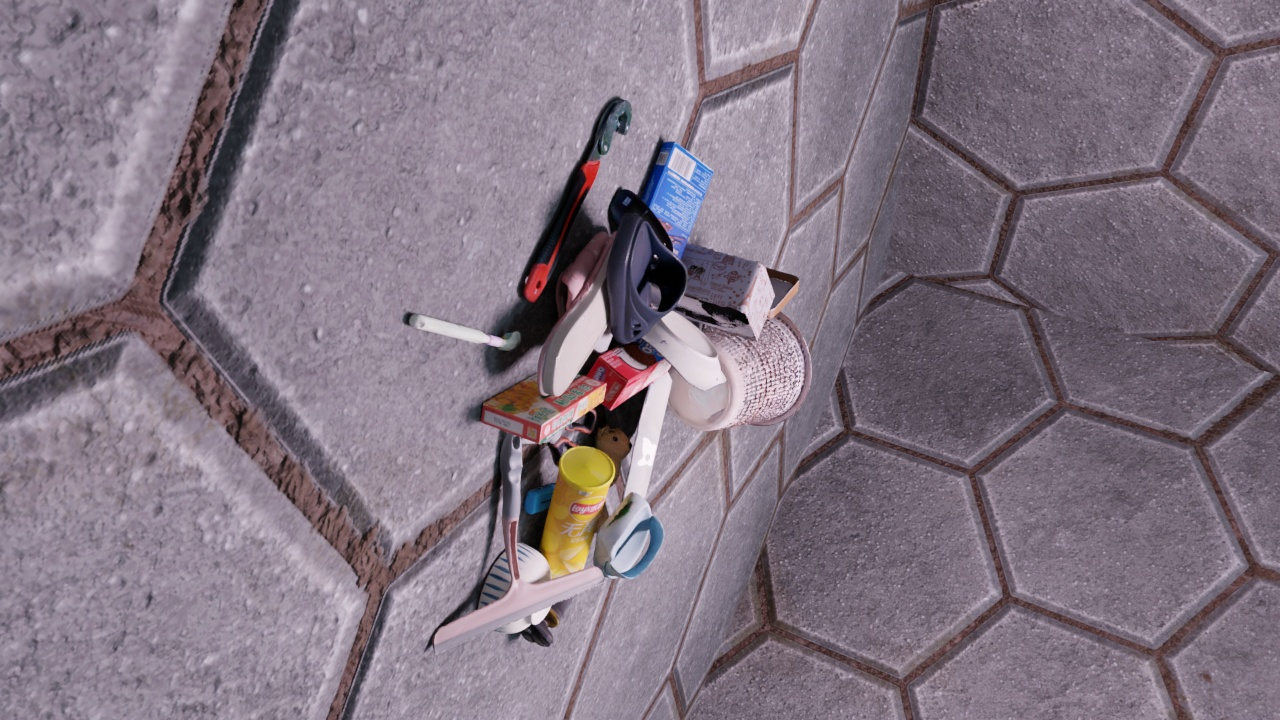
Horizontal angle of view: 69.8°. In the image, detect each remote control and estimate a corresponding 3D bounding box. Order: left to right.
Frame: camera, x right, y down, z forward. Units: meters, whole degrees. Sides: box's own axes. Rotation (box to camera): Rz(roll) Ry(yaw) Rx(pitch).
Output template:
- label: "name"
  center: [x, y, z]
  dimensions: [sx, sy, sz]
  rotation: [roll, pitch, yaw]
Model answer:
- label: "remote control"
  center: [-0.039, -0.077, 1.215]
  dimensions: [0.135, 0.019, 0.056]
  rotation: [-70, 160, -4]
- label: "remote control"
  center: [0.008, -0.165, 1.183]
  dimensions: [0.053, 0.024, 0.136]
  rotation: [-58, 134, -17]

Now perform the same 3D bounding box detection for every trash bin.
- label: "trash bin"
  center: [0.148, 0.026, 1.562]
  dimensions: [0.191, 0.228, 0.228]
  rotation: [-19, 127, -50]

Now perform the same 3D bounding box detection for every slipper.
- label: "slipper"
  center: [-0.074, -0.062, 1.079]
  dimensions: [0.273, 0.054, 0.114]
  rotation: [-65, 166, -45]
- label: "slipper"
  center: [-0.010, 0.251, 1.275]
  dimensions: [0.103, 0.074, 0.246]
  rotation: [-48, 165, -20]
- label: "slipper"
  center: [0.011, -0.088, 1.125]
  dimensions: [0.268, 0.083, 0.110]
  rotation: [80, 26, -72]

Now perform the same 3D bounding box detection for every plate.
- label: "plate"
  center: [0.013, 0.111, 1.385]
  dimensions: [0.265, 0.034, 0.162]
  rotation: [-73, 176, -57]
- label: "plate"
  center: [0.058, -0.028, 1.310]
  dimensions: [0.034, 0.164, 0.163]
  rotation: [-51, 167, 18]

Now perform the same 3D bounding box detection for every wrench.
- label: "wrench"
  center: [-0.070, -0.187, 1.038]
  dimensions: [0.273, 0.016, 0.056]
  rotation: [-65, 159, -17]

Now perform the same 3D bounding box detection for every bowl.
- label: "bowl"
  center: [-0.152, 0.302, 1.190]
  dimensions: [0.116, 0.066, 0.117]
  rotation: [-52, 153, -42]

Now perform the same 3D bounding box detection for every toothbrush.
- label: "toothbrush"
  center: [-0.172, -0.028, 0.908]
  dimensions: [0.029, 0.020, 0.189]
  rotation: [-41, 163, 12]

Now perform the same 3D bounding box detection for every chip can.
- label: "chip can"
  center: [-0.090, 0.209, 1.212]
  dimensions: [0.071, 0.072, 0.214]
  rotation: [-49, 161, -47]

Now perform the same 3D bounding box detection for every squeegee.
- label: "squeegee"
  center: [-0.153, 0.195, 1.109]
  dimensions: [0.247, 0.040, 0.250]
  rotation: [-13, 112, -36]

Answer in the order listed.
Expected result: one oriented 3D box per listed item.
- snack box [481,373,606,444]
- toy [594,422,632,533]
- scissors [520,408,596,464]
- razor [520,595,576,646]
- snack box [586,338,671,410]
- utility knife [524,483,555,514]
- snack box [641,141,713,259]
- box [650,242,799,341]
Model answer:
- label: "snack box"
  center: [-0.108, 0.048, 1.058]
  dimensions: [0.155, 0.077, 0.027]
  rotation: [-33, 138, -60]
- label: "toy"
  center: [-0.051, 0.171, 1.320]
  dimensions: [0.105, 0.066, 0.157]
  rotation: [35, 60, -64]
- label: "scissors"
  center: [-0.111, 0.107, 1.198]
  dimensions: [0.204, 0.015, 0.197]
  rotation: [-50, 153, -45]
- label: "razor"
  center: [-0.126, 0.355, 1.347]
  dimensions: [0.068, 0.062, 0.167]
  rotation: [-47, 179, 28]
- label: "snack box"
  center: [-0.008, 0.008, 1.295]
  dimensions: [0.058, 0.057, 0.207]
  rotation: [-57, 168, 25]
- label: "utility knife"
  center: [-0.107, 0.182, 1.276]
  dimensions: [0.216, 0.018, 0.034]
  rotation: [0, 107, -71]
- label: "snack box"
  center: [0.039, -0.206, 1.242]
  dimensions: [0.084, 0.026, 0.157]
  rotation: [26, 82, -40]
- label: "box"
  center: [0.119, -0.109, 1.372]
  dimensions: [0.273, 0.179, 0.125]
  rotation: [-13, 119, -66]
